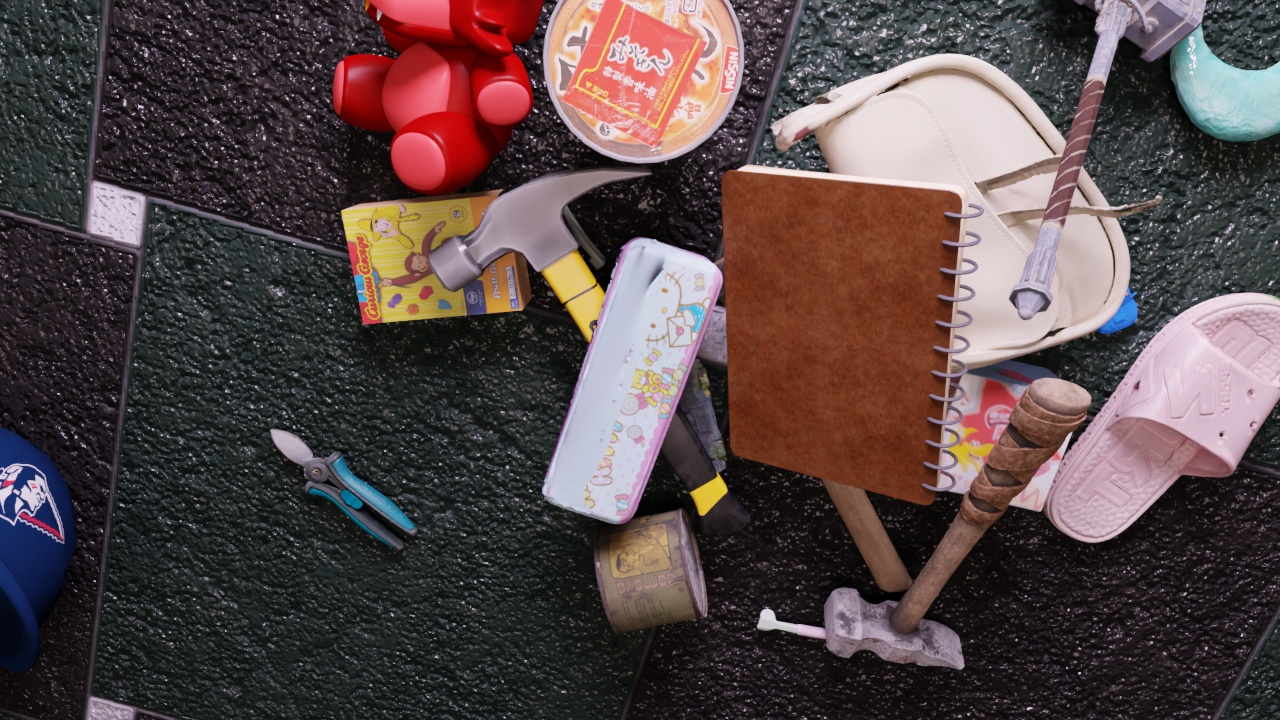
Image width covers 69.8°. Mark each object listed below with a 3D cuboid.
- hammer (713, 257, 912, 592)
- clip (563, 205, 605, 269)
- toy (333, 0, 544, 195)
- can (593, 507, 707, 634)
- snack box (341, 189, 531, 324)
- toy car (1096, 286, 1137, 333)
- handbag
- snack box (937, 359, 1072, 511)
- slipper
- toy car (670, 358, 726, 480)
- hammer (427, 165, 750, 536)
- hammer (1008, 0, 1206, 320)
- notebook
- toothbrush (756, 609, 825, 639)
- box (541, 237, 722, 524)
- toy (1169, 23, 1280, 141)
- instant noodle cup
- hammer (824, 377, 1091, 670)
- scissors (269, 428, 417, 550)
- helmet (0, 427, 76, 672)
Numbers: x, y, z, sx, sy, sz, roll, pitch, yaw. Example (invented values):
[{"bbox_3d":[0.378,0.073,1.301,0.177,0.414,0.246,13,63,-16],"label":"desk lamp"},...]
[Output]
[{"bbox_3d":[0.142,0.057,0.731,0.120,0.030,0.331,-14,117,39],"label":"hammer"},{"bbox_3d":[-0.059,-0.099,0.710,0.044,0.023,0.076,-32,104,11],"label":"clip"},{"bbox_3d":[-0.127,-0.225,0.615,0.158,0.120,0.198,45,124,35],"label":"toy"},{"bbox_3d":[0.008,0.173,0.754,0.075,0.089,0.090,-13,106,8],"label":"can"},{"bbox_3d":[-0.156,-0.081,0.712,0.126,0.040,0.088,-5,107,5],"label":"snack box"},{"bbox_3d":[0.349,-0.057,0.674,0.033,0.061,0.092,-24,104,10],"label":"toy car"},{"bbox_3d":[0.219,-0.098,0.614,0.184,0.132,0.229,-28,98,-8],"label":"handbag"},{"bbox_3d":[0.266,0.050,0.704,0.093,0.079,0.095,13,107,0],"label":"snack box"},{"bbox_3d":[0.410,0.051,0.703,0.094,0.064,0.240,33,108,-6],"label":"slipper"},{"bbox_3d":[0.038,0.046,0.742,0.048,0.033,0.105,-13,108,5],"label":"toy car"},{"bbox_3d":[-0.004,0.004,0.698,0.170,0.034,0.324,-30,106,7],"label":"hammer"},{"bbox_3d":[0.268,-0.149,0.552,0.098,0.044,0.321,31,63,-6],"label":"hammer"},{"bbox_3d":[0.137,-0.015,0.625,0.168,0.024,0.226,12,122,30],"label":"notebook"},{"bbox_3d":[0.179,0.242,0.804,0.155,0.015,0.022,11,110,0],"label":"toothbrush"},{"bbox_3d":[-0.008,0.018,0.670,0.076,0.033,0.214,17,106,-9],"label":"box"},{"bbox_3d":[0.425,-0.197,0.643,0.105,0.033,0.085,1,96,4],"label":"toy"},{"bbox_3d":[0.005,-0.201,0.621,0.123,0.121,0.124,1,107,3],"label":"instant noodle cup"},{"bbox_3d":[0.240,0.134,0.686,0.121,0.048,0.320,12,132,-3],"label":"hammer"},{"bbox_3d":[-0.260,0.114,0.792,0.136,0.019,0.138,4,108,2],"label":"scissors"},{"bbox_3d":[-0.555,0.147,0.710,0.273,0.222,0.232,-4,125,35],"label":"helmet"}]
